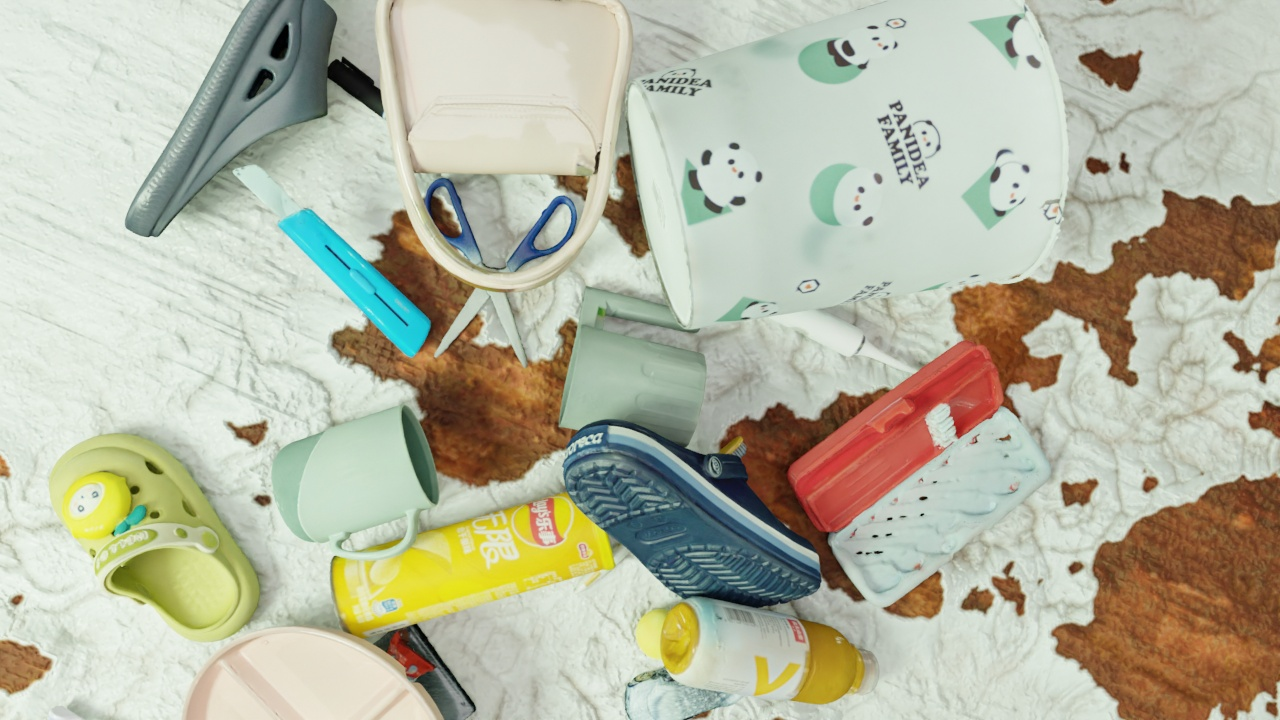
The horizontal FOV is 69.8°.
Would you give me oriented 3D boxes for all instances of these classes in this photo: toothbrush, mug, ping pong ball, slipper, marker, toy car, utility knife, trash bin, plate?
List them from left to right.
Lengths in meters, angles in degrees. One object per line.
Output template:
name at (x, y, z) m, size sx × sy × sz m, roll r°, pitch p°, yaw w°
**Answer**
slipper at (-0.371, 0.138, 0.698) m, size 0.091 × 0.081 × 0.190 m, roll -40°, pitch 96°, yaw -7°
toothbrush at (-0.374, 0.318, 0.709) m, size 0.189 × 0.029 × 0.021 m, roll 25°, pitch 50°, yaw 5°
slipper at (-0.289, -0.196, 0.702) m, size 0.083 × 0.111 × 0.268 m, roll 33°, pitch 92°, yaw -25°
plate at (-0.244, 0.305, 0.703) m, size 0.230 × 0.028 × 0.229 m, roll 2°, pitch 102°, yaw 11°
utility knife at (-0.234, -0.078, 0.708) m, size 0.034 × 0.018 × 0.191 m, roll -47°, pitch 116°, yaw -10°
mug at (-0.216, 0.102, 0.704) m, size 0.106 × 0.082 × 0.111 m, roll -19°, pitch 70°, yaw -3°
marker at (-0.195, -0.199, 0.744) m, size 0.132 × 0.020 × 0.022 m, roll 36°, pitch 67°, yaw -4°
mug at (-0.004, 0.004, 0.740) m, size 0.103 × 0.084 × 0.123 m, roll 12°, pitch 64°, yaw -7°
ping pong ball at (0.016, 0.225, 0.755) m, size 0.040 × 0.040 × 0.040 m, roll 0°, pitch 90°, yaw -6°
toothbrush at (0.017, 0.132, 0.768) m, size 0.191 × 0.016 × 0.018 m, roll -42°, pitch 103°, yaw -5°
toy car at (0.038, 0.276, 0.763) m, size 0.105 × 0.031 × 0.049 m, roll -21°, pitch 92°, yaw -4°
slipper at (0.040, 0.115, 0.718) m, size 0.252 × 0.105 × 0.095 m, roll 37°, pitch 45°, yaw -31°
trash bin at (0.132, -0.138, 0.671) m, size 0.252 × 0.229 × 0.229 m, roll -14°, pitch 92°, yaw -5°
toothbrush at (0.156, -0.027, 0.776) m, size 0.221 × 0.026 × 0.026 m, roll 26°, pitch 97°, yaw -6°

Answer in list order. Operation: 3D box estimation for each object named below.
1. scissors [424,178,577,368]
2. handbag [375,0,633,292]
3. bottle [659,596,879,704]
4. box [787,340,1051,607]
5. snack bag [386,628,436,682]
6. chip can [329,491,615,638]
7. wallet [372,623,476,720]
scissors at (-0.122, -0.079, 0.755) m, size 0.176 × 0.012 × 0.162 m, roll -43°, pitch 95°, yaw -3°
handbag at (-0.105, -0.170, 0.710) m, size 0.193 × 0.093 × 0.234 m, roll -1°, pitch 89°, yaw -9°
bottle at (0.109, 0.238, 0.738) m, size 0.189 × 0.068 × 0.068 m, roll 18°, pitch 88°, yaw -24°
box at (0.236, 0.094, 0.774) m, size 0.201 × 0.060 × 0.161 m, roll -36°, pitch 105°, yaw -5°
snack bag at (-0.207, 0.264, 0.725) m, size 0.045 × 0.026 × 0.105 m, roll 39°, pitch 87°, yaw -2°
chip can at (-0.129, 0.159, 0.726) m, size 0.213 × 0.072 × 0.072 m, roll -16°, pitch 92°, yaw -5°
wallet at (-0.209, 0.282, 0.745) m, size 0.120 × 0.019 × 0.097 m, roll -36°, pitch 93°, yaw -6°
